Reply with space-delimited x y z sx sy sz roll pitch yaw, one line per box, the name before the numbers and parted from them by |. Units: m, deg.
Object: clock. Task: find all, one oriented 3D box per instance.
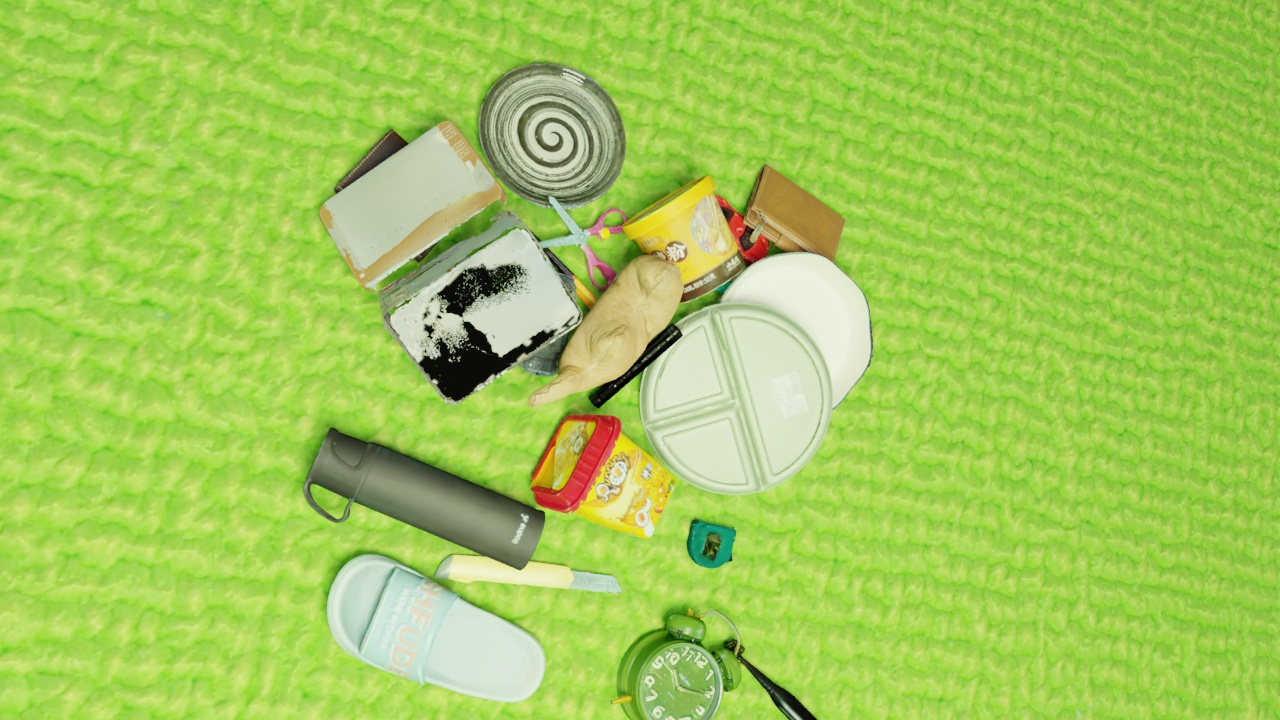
clock | 0.048 0.352 1.033 0.161 0.056 0.116 -45 99 -19

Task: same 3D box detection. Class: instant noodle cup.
instant noodle cup | -0.037 0.132 1.012 0.123 0.116 0.116 35 72 -24
instant noodle cup | 0.056 -0.139 1.078 0.118 0.119 0.114 -35 103 -20

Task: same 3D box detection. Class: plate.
plate | 0.180 -0.029 1.118 0.204 0.045 0.205 -1 95 -13
plate | -0.104 -0.263 1.085 0.179 0.024 0.179 3 80 -19
plate | 0.113 0.047 1.071 0.230 0.027 0.230 0 97 -1

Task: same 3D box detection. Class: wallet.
wallet | 0.194 -0.173 1.155 0.130 0.035 0.118 32 55 -13
wallet | -0.262 -0.183 1.022 0.122 0.020 0.096 41 77 -11

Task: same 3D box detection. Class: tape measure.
tape measure | 0.083 0.217 1.081 0.058 0.025 0.054 15 77 -16

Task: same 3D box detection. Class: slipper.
slipper | -0.207 0.286 0.945 0.245 0.074 0.104 28 75 -15

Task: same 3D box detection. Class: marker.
marker | -0.091 -0.105 1.069 0.015 0.018 0.124 -44 97 -12
marker | -0.006 0.006 1.050 0.132 0.022 0.020 -41 56 10

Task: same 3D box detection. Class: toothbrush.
toothbrush | 0.174 0.405 1.085 0.212 0.027 0.026 47 33 -8

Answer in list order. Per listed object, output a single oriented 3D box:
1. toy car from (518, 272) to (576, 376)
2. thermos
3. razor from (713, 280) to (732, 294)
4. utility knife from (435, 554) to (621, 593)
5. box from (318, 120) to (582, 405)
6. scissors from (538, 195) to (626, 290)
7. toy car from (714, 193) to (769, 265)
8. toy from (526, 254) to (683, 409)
toy car | -0.107 -0.042 1.046 0.054 0.037 0.120 9 89 -13
thermos | -0.227 0.155 0.961 0.242 0.068 0.089 24 74 -13
razor | 0.146 -0.082 1.142 0.132 0.028 0.043 11 96 -15
utility knife | -0.119 0.237 1.011 0.208 0.021 0.031 9 81 -11
box | -0.201 -0.105 0.958 0.179 0.133 0.271 -34 91 -2
scissors | -0.064 -0.136 1.072 0.133 0.017 0.131 -18 100 -36
toy car | 0.117 -0.162 1.144 0.106 0.031 0.049 38 73 -13
toy | -0.038 -0.021 1.007 0.082 0.143 0.225 38 75 3
